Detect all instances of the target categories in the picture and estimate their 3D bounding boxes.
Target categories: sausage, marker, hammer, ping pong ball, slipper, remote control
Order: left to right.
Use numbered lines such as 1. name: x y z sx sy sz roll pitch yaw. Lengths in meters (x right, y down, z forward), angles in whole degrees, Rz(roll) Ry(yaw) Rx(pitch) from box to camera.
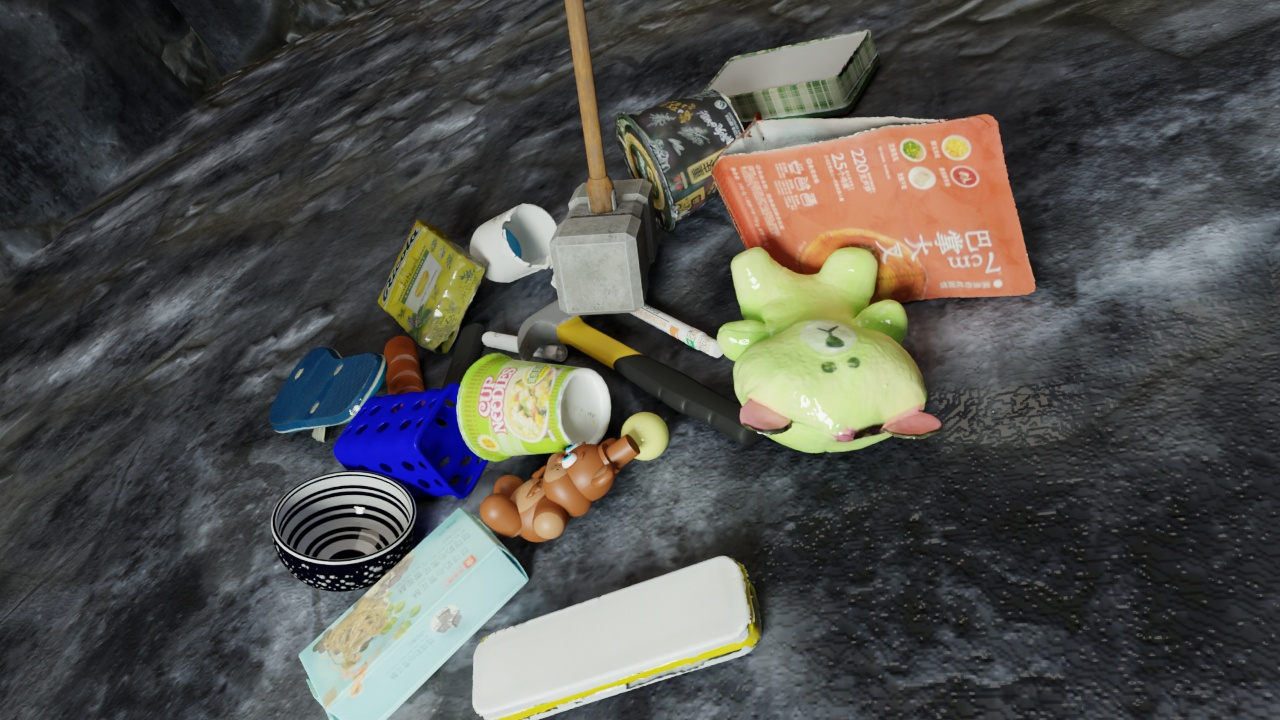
1. slipper: -0.344 0.043 1.030 0.296 0.060 0.118 -2 51 53
2. sausage: -0.256 0.025 1.002 0.039 0.044 0.164 0 29 -20
3. remote control: -0.197 0.013 0.997 0.033 0.015 0.146 -18 37 20
4. marker: -0.127 -0.015 0.974 0.134 0.017 0.020 11 28 44
5. hammer: -0.046 -0.219 0.876 0.083 0.318 0.162 -2 30 9
6. hammer: -0.005 0.005 0.834 0.126 0.029 0.324 -30 35 -25
7. ping pong ball: 0.004 0.063 0.760 0.040 0.040 0.040 -21 36 16
8. marker: 0.032 -0.032 0.874 0.017 0.017 0.145 -41 36 -13

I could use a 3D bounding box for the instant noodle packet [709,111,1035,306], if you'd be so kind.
1. instant noodle packet: 0.187 -0.116 0.729 0.221 0.164 0.083 9 50 44

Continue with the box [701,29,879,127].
1. box: 0.175 -0.334 1.107 0.206 0.051 0.117 3 45 39

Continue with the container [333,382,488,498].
1. container: -0.213 0.079 0.869 0.114 0.084 0.084 -7 40 33

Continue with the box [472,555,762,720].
1. box: -0.020 0.192 0.625 0.210 0.037 0.064 -22 38 14

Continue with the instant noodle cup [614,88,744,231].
1. instant noodle cup: 0.051 -0.227 1.009 0.112 0.137 0.137 -26 34 -9

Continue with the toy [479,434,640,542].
1. toy: -0.061 0.097 0.734 0.128 0.065 0.094 -36 16 14

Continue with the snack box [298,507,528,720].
1. snack box: -0.177 0.202 0.720 0.174 0.053 0.075 -43 37 -14

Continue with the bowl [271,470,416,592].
1. bowl: -0.259 0.160 0.810 0.120 0.066 0.120 6 31 -4

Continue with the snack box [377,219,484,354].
1. snack box: -0.254 -0.090 1.099 0.181 0.045 0.121 36 101 53

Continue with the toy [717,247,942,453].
1. toy: 0.133 0.000 0.694 0.150 0.107 0.196 -1 50 6

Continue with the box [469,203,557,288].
1. box: -0.118 -0.123 1.060 0.084 0.126 0.156 -48 18 -28

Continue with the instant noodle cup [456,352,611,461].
1. instant noodle cup: -0.089 0.042 0.805 0.108 0.099 0.098 -1 45 37
